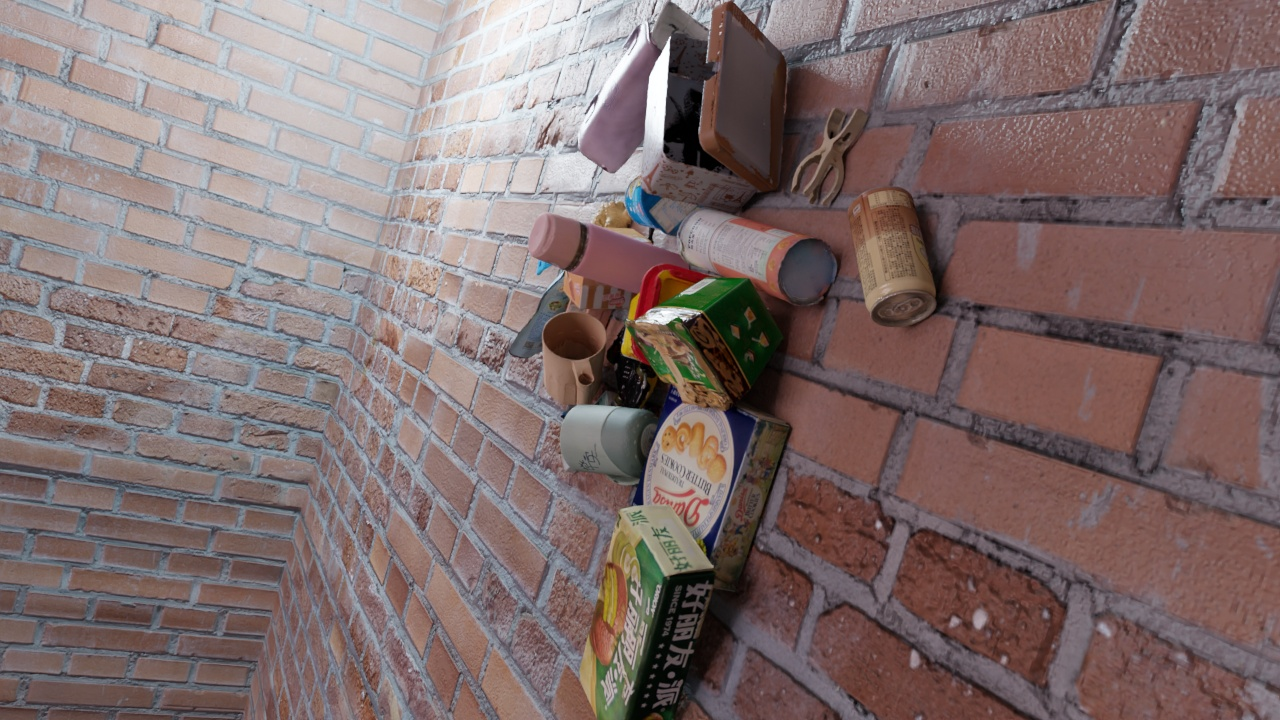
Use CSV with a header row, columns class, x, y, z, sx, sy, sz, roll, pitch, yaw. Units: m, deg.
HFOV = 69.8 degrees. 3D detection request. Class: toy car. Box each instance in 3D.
class,x,y,z,sx,sy,sz,roll,pitch,yaw
toy car,-0.007,0.007,1.171,0.071,0.041,0.155,-54,29,33

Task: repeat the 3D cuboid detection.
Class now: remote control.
class,x,y,z,sx,sy,sz,roll,pitch,yaw
remote control,-0.071,0.100,1.264,0.135,0.019,0.056,-48,38,40

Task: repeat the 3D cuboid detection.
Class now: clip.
class,x,y,z,sx,sy,sz,roll,pitch,yaw
clip,0.187,-0.211,0.941,0.076,0.034,0.103,12,83,62
clip,-0.102,0.078,1.314,0.056,0.024,0.028,-93,27,-77

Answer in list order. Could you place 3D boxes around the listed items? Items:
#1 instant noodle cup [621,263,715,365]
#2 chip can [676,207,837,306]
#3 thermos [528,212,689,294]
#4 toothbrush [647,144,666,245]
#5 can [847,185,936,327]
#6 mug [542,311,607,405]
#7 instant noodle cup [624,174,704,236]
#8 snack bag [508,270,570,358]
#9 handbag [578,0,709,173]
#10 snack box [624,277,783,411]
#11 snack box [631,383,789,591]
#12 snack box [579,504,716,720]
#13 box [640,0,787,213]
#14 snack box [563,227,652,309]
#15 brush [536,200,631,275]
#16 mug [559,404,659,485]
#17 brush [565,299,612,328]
class,x,y,z,sx,sy,sz,roll,pitch,yaw
instant noodle cup,0.037,-0.039,1.056,0.124,0.116,0.116,162,120,-71
chip can,0.117,-0.114,0.976,0.215,0.071,0.071,33,106,61
thermos,-0.043,-0.127,1.140,0.087,0.198,0.067,10,86,64
toothbrush,0.029,-0.243,1.247,0.027,0.026,0.212,168,115,-74
can,0.218,-0.092,0.798,0.059,0.058,0.116,-40,43,46
mug,-0.084,0.014,1.214,0.104,0.084,0.124,98,159,-52
instant noodle cup,0.029,-0.208,1.169,0.110,0.099,0.099,-159,85,-70
snack bag,-0.125,-0.080,1.375,0.039,0.110,0.192,54,132,19
handbag,-0.001,-0.370,1.252,0.198,0.098,0.144,-49,16,41
snack box,0.072,-0.027,0.941,0.105,0.117,0.118,-43,24,-21
snack box,0.066,0.125,0.979,0.178,0.045,0.182,25,98,61
snack box,0.003,0.276,0.943,0.114,0.063,0.240,-129,46,-52
box,0.096,-0.280,1.023,0.158,0.148,0.181,132,145,-65
snack box,-0.045,-0.125,1.231,0.077,0.092,0.094,-134,47,-58
brush,-0.096,-0.176,1.409,0.255,0.045,0.083,-17,63,51
mug,-0.026,0.108,1.107,0.106,0.112,0.082,2,38,34
brush,-0.089,-0.032,1.316,0.073,0.063,0.146,-120,50,-66
